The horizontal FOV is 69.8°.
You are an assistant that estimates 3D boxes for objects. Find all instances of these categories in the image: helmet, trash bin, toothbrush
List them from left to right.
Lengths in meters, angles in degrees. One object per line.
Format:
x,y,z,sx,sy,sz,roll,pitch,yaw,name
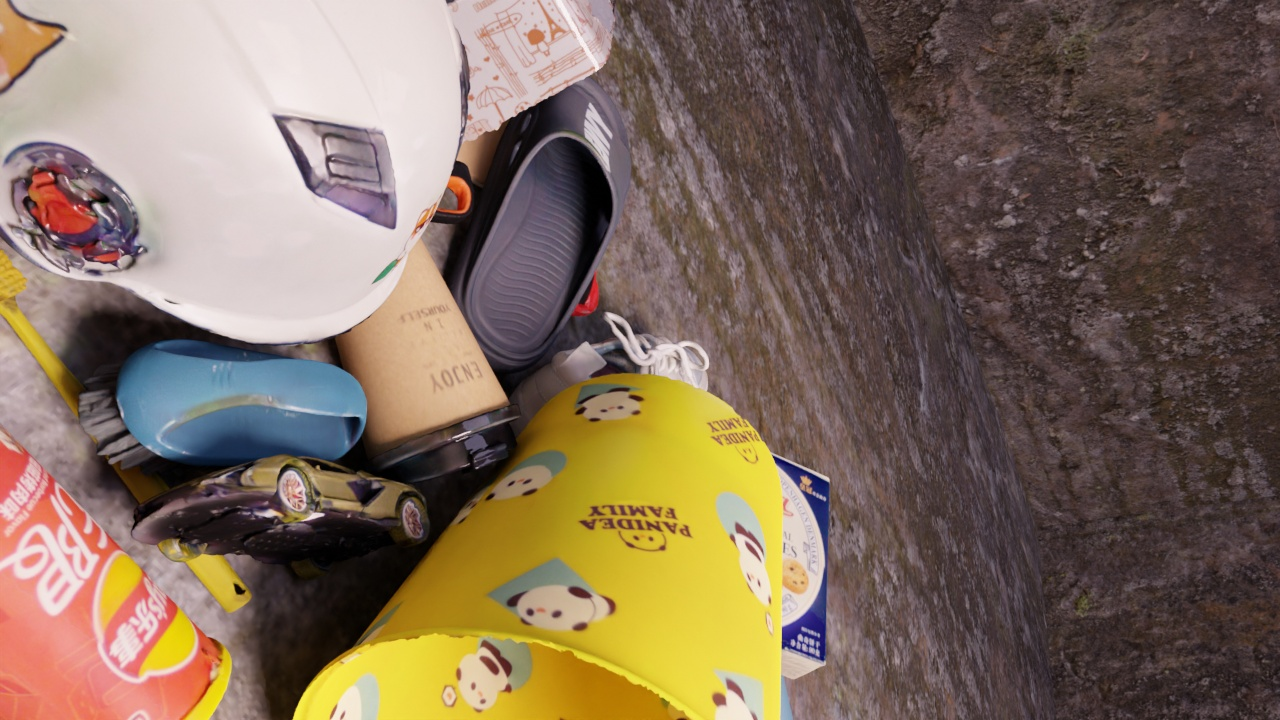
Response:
-0.224,0.034,0.394,0.190,0.017,0.015,64,29,-21,toothbrush
-0.174,-0.152,0.382,0.274,0.157,0.229,46,37,-16,helmet
-0.022,0.146,0.511,0.230,0.230,0.254,64,25,-21,trash bin

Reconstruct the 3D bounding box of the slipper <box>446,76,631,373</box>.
-0.053,-0.113,0.666,0.110,0.084,0.267,36,55,-28,slipper

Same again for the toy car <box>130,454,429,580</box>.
-0.157,0.070,0.423,0.158,0.070,0.042,41,31,-66,toy car

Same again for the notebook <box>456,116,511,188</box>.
-0.109,-0.194,0.727,0.211,0.012,0.149,23,57,-57,notebook

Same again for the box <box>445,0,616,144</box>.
-0.033,-0.255,0.581,0.082,0.261,0.176,53,23,-31,box

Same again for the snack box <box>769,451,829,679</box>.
0.072,0.149,0.771,0.178,0.046,0.182,25,49,-16,snack box

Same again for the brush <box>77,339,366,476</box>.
-0.173,0.021,0.419,0.143,0.074,0.055,21,54,-70,brush

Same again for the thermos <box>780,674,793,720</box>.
0.094,0.273,0.824,0.070,0.070,0.220,-6,83,-62,thermos

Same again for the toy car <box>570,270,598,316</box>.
-0.054,-0.089,0.741,0.049,0.031,0.106,-1,88,-60,toy car

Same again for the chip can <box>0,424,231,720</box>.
-0.234,0.055,0.308,0.217,0.073,0.073,61,31,-24,chip can

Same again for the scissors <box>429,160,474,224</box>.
-0.187,-0.136,0.539,0.224,0.022,0.204,21,55,-47,scissors

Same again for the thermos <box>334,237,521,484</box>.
-0.129,-0.001,0.519,0.092,0.093,0.143,-18,86,-62,thermos

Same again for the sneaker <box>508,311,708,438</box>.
-0.004,0.004,0.713,0.089,0.091,0.241,47,28,15,sneaker
